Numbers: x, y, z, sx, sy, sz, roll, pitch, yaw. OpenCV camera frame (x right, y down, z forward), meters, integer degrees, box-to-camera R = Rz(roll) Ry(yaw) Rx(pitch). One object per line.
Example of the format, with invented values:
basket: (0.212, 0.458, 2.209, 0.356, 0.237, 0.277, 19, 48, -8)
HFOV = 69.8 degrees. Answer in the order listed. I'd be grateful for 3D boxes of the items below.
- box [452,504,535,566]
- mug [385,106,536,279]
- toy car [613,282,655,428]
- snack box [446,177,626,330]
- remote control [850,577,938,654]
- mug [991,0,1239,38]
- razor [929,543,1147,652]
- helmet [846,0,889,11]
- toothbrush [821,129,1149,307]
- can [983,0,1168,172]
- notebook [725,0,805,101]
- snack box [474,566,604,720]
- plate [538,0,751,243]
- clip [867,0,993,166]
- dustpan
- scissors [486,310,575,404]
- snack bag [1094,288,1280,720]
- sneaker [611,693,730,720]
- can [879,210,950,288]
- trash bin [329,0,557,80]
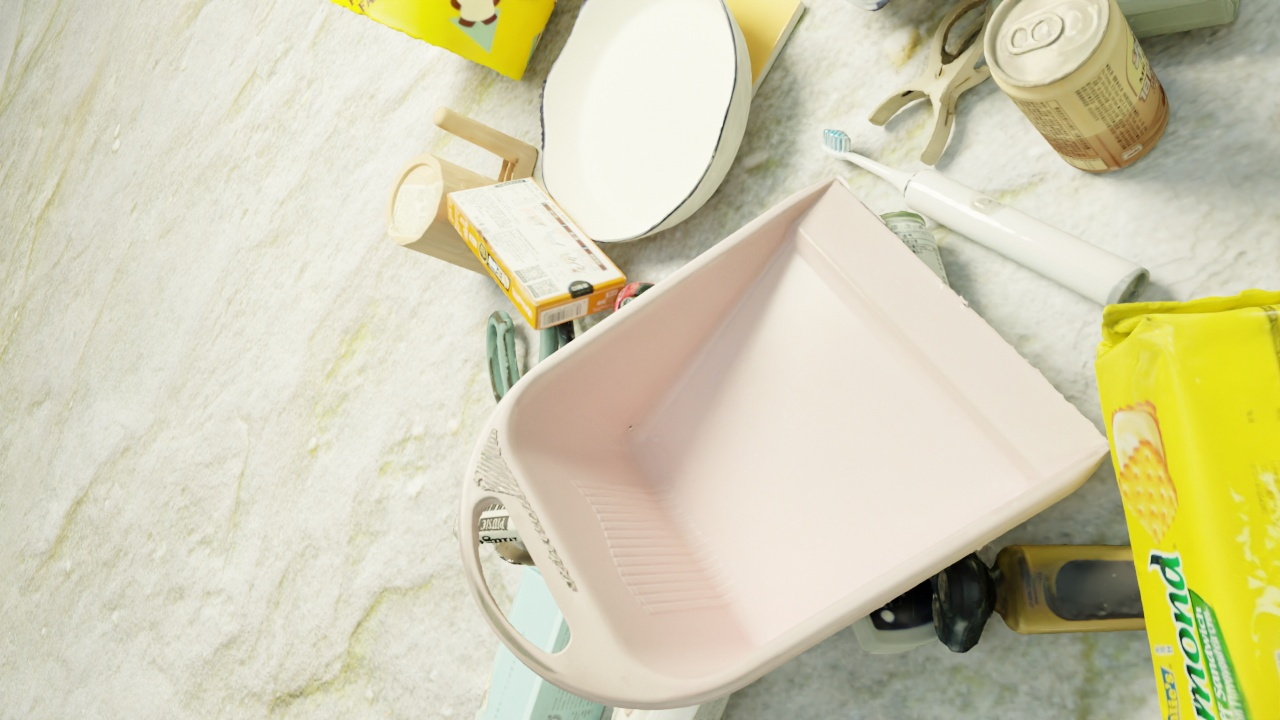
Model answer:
box: (-0.060, 0.109, 0.648, 0.163, 0.087, 0.076, -8, 81, 31)
mug: (-0.146, -0.141, 0.783, 0.084, 0.103, 0.124, 17, 91, 42)
toy car: (-0.004, 0.004, 0.657, 0.045, 0.052, 0.120, 7, 86, 47)
snack box: (-0.081, -0.086, 0.691, 0.153, 0.075, 0.026, 49, 145, 36)
remote control: (0.126, 0.089, 0.521, 0.021, 0.058, 0.150, 118, 140, -54)
mug: (0.254, -0.222, 0.481, 0.104, 0.083, 0.123, 5, 58, 41)
razor: (0.219, 0.108, 0.436, 0.168, 0.067, 0.062, -10, 73, 32)
helmet: (0.151, -0.319, 0.484, 0.228, 0.146, 0.259, -52, 24, -10)
toothbrush: (0.185, -0.090, 0.535, 0.221, 0.026, 0.026, 41, 148, 40)
can: (0.219, -0.139, 0.456, 0.059, 0.116, 0.058, -11, 72, 39)
notebook: (0.020, -0.243, 0.726, 0.206, 0.010, 0.146, 40, 106, 39)
snack box: (-0.065, 0.232, 0.640, 0.052, 0.074, 0.175, 21, 93, 41)
plate: (0.002, -0.189, 0.688, 0.205, 0.045, 0.204, -5, 84, 46)
clip: (0.187, -0.169, 0.549, 0.066, 0.034, 0.099, 49, 117, 36)
dustpan: (0.047, 0.041, 0.459, 0.274, 0.138, 0.222, -49, 55, 16)
scissors: (-0.084, 0.013, 0.716, 0.182, 0.019, 0.170, -50, 48, 48)
snack bag: (0.279, 0.077, 0.352, 0.158, 0.068, 0.246, -8, 73, 16)
sneaker: (0.018, 0.174, 0.568, 0.091, 0.089, 0.242, 29, 95, 26)
can: (0.154, -0.008, 0.520, 0.058, 0.058, 0.146, -26, 64, 34)
trash bin: (-0.142, -0.394, 0.773, 0.230, 0.229, 0.255, 36, 108, 40)
